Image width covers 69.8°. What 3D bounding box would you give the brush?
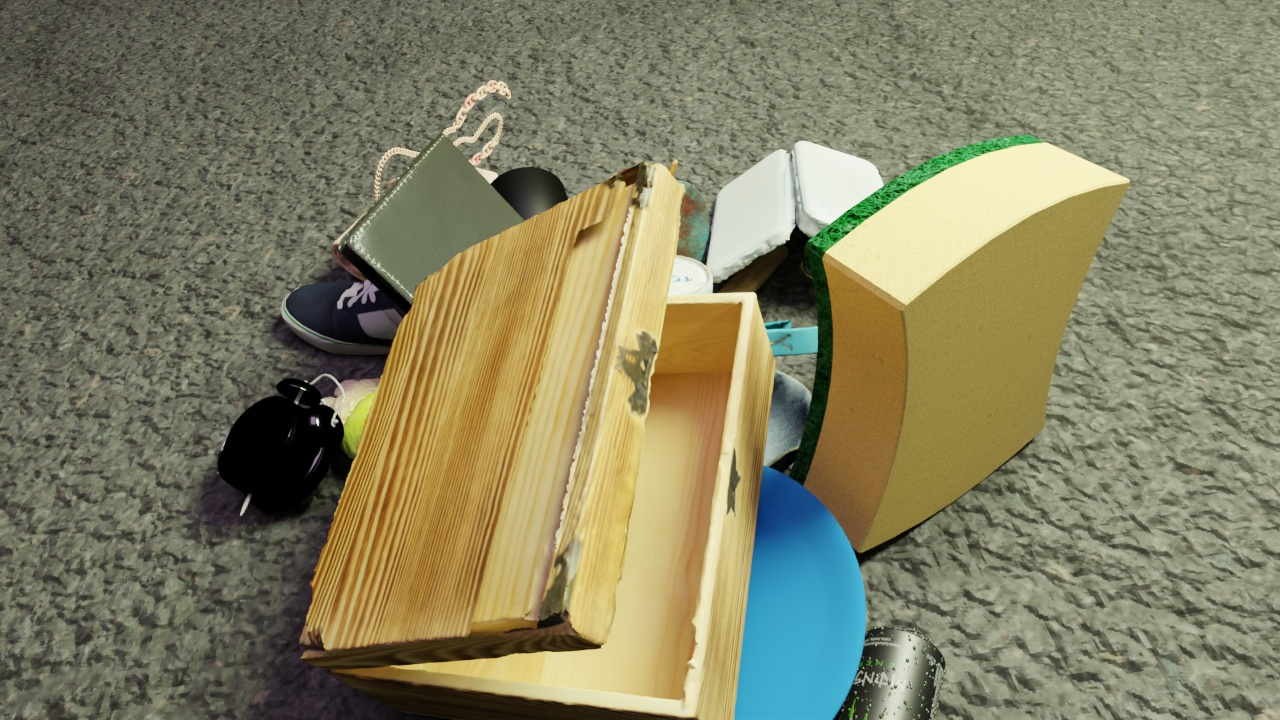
[{"bbox_3d":[0.201,-0.008,0.610,0.194,0.251,0.075,-27,47,-23],"label":"brush"}]

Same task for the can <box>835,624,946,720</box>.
[{"bbox_3d":[0.138,0.220,0.527,0.054,0.054,0.137,13,48,21],"label":"can"}]

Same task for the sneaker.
[{"bbox_3d":[-0.237,-0.052,0.847,0.235,0.079,0.084,11,48,20],"label":"sneaker"}]

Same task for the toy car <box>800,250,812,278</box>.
[{"bbox_3d":[0.197,-0.100,0.863,0.106,0.030,0.049,-26,48,-22],"label":"toy car"}]

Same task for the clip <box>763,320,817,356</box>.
[{"bbox_3d":[0.105,-0.018,0.766,0.121,0.033,0.119,-5,11,16],"label":"clip"}]

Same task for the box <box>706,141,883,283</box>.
[{"bbox_3d":[0.147,-0.148,0.866,0.186,0.084,0.210,-2,31,11],"label":"box"}]

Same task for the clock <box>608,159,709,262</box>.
[{"bbox_3d":[-0.003,-0.101,0.834,0.073,0.121,0.157,27,61,36],"label":"clock"}]

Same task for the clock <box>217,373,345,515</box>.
[{"bbox_3d":[-0.283,0.062,0.734,0.120,0.042,0.091,-48,47,-6],"label":"clock"}]

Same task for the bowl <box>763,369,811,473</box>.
[{"bbox_3d":[0.079,0.058,0.702,0.110,0.055,0.110,-5,42,4],"label":"bowl"}]

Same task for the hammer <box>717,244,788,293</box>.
[{"bbox_3d":[0.039,-0.015,0.795,0.098,0.052,0.327,24,50,29],"label":"hammer"}]

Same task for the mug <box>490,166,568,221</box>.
[{"bbox_3d":[-0.092,-0.123,0.908,0.118,0.085,0.100,6,52,-28],"label":"mug"}]

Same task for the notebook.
[{"bbox_3d":[-0.136,-0.070,0.780,0.030,0.209,0.169,-25,29,42],"label":"notebook"}]

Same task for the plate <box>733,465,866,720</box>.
[{"bbox_3d":[0.034,0.167,0.599,0.225,0.024,0.223,-11,53,15],"label":"plate"}]

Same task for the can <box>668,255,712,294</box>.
[{"bbox_3d":[0.018,-0.052,0.771,0.086,0.043,0.086,-2,32,1],"label":"can"}]

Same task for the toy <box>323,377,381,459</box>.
[{"bbox_3d":[-0.223,0.044,0.772,0.115,0.046,0.091,14,50,32],"label":"toy"}]

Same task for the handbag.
[{"bbox_3d":[-0.224,-0.185,0.903,0.117,0.187,0.198,22,56,20],"label":"handbag"}]

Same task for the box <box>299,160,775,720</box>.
[{"bbox_3d":[-0.073,0.060,0.562,0.259,0.221,0.278,-2,57,21],"label":"box"}]
